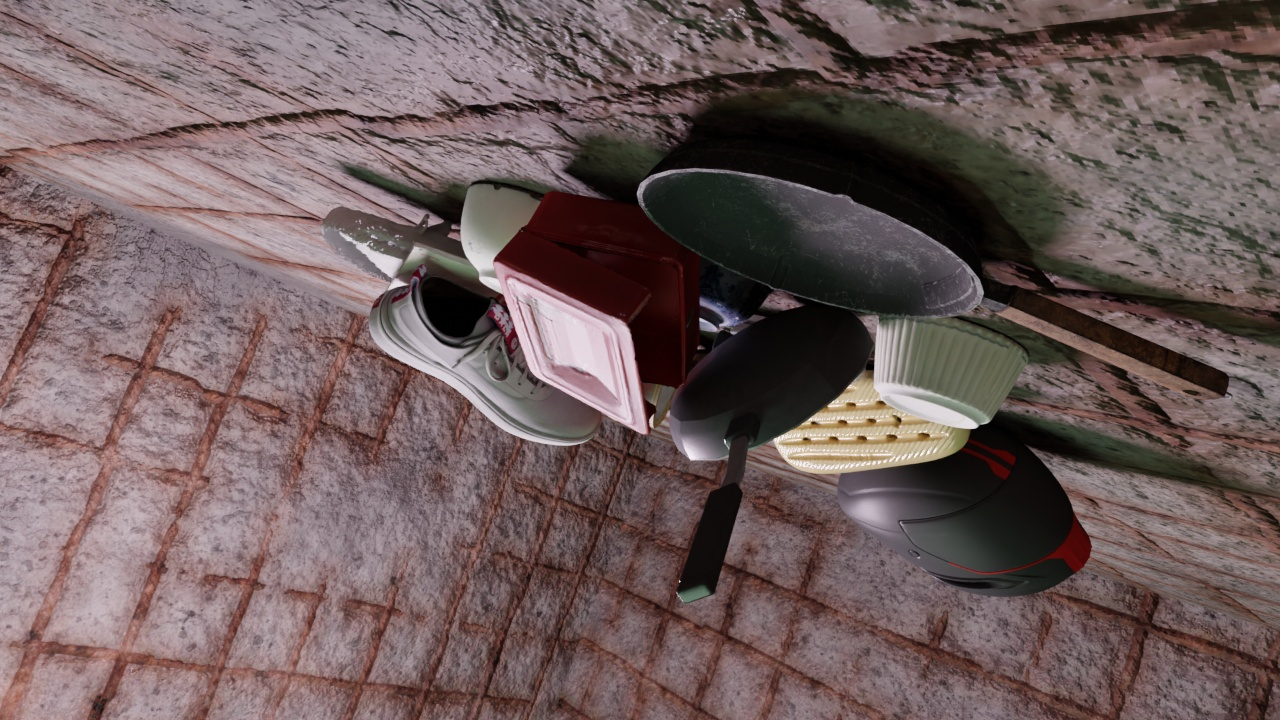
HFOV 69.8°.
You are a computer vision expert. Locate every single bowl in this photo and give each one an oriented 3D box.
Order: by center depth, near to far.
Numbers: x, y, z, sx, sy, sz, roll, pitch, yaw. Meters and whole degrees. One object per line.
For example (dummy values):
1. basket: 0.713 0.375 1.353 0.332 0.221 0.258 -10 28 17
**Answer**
1. bowl: 0.232 0.011 0.712 0.115 0.062 0.115 20 173 2
2. bowl: 0.050 -0.055 0.786 0.114 0.045 0.114 20 173 2
3. bowl: -0.091 -0.090 0.806 0.153 0.073 0.153 21 173 2

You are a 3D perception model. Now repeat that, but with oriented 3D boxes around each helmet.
1. helmet: 0.334 0.140 0.994 0.265 0.163 0.170 5 135 45

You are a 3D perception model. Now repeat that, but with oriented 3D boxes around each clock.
1. clock: -0.006 0.006 0.959 0.081 0.117 0.158 21 -165 11

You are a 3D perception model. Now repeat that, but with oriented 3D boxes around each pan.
1. pan: 0.171 -0.051 0.528 0.357 0.040 0.208 19 173 1
2. pan: 0.073 0.047 0.655 0.041 0.179 0.356 56 -153 -14

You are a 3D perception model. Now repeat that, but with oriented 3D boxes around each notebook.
1. notebook: -0.180 -0.066 0.955 0.153 0.012 0.209 19 163 -20

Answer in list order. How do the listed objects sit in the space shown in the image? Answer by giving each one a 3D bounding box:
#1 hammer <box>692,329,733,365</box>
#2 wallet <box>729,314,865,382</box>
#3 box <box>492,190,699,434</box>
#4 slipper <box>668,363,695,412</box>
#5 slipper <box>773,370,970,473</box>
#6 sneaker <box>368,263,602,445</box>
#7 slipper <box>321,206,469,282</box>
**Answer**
1. hammer: 0.092 0.003 1.157 0.129 0.040 0.322 27 172 -17
2. wallet: 0.144 -0.015 0.865 0.118 0.037 0.115 13 170 26
3. box: -0.024 -0.042 0.697 0.134 0.112 0.158 23 152 18
4. slipper: 0.062 0.053 1.144 0.265 0.083 0.109 28 173 -42
5. slipper: 0.236 0.052 0.942 0.079 0.111 0.262 -24 -174 -32
6. sneaker: -0.138 -0.007 0.921 0.263 0.096 0.129 33 151 -15
7. slipper: -0.209 -0.108 0.967 0.246 0.074 0.112 16 148 -17
